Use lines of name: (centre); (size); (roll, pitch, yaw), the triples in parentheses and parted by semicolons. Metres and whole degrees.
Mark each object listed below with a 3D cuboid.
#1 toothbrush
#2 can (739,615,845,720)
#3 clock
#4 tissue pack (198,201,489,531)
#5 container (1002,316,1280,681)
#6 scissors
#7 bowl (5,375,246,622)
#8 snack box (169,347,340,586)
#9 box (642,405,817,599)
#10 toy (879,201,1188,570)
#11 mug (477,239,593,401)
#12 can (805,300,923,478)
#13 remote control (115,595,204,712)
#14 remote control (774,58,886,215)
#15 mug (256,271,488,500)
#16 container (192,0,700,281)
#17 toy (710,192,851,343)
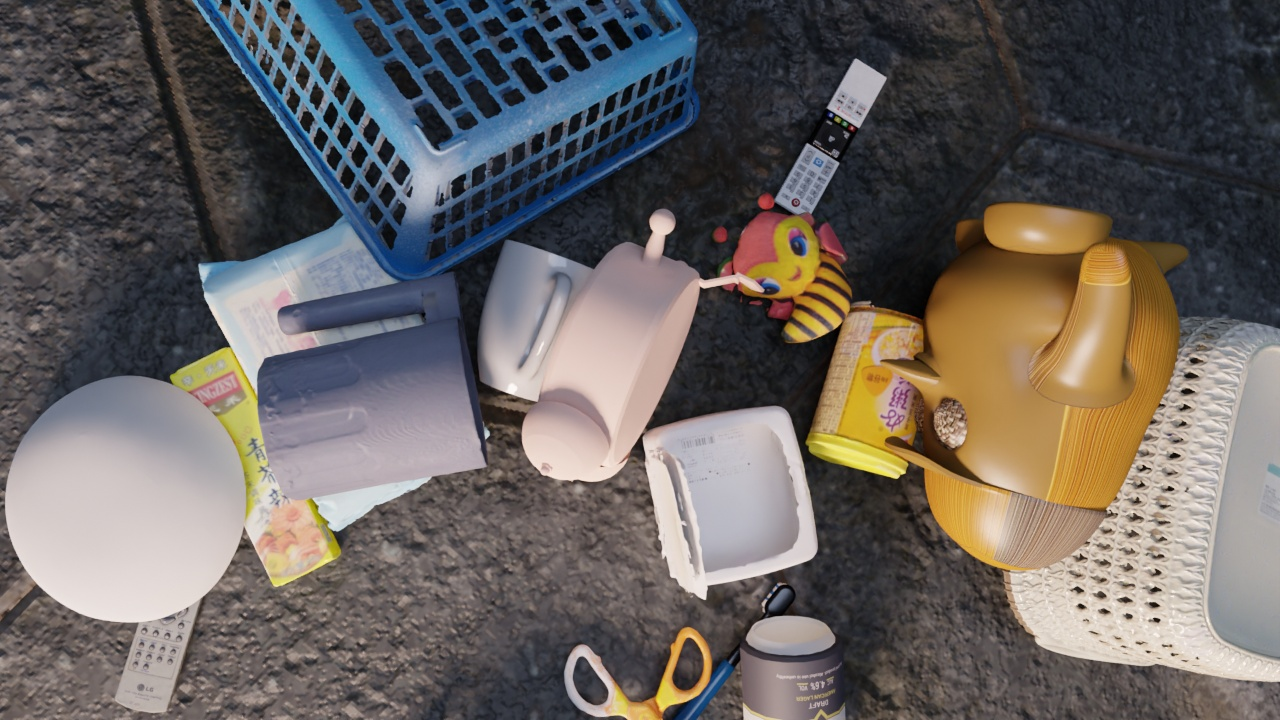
toothbrush: (0.047, 0.215, 0.609); (0.014, 0.014, 0.167); (42, 82, -2)
can: (0.098, 0.233, 0.583); (0.064, 0.064, 0.127); (-4, 94, -8)
clock: (-0.003, 0.003, 0.556); (0.086, 0.131, 0.160); (31, 87, 10)
tissue pack: (-0.182, 0.000, 0.570); (0.112, 0.070, 0.182); (-28, 87, -10)
container: (0.354, 0.087, 0.598); (0.184, 0.143, 0.246); (16, 82, -19)
scissors: (-0.002, 0.228, 0.594); (0.127, 0.011, 0.125); (21, 79, 5)
bowl: (-0.313, 0.084, 0.539); (0.149, 0.043, 0.149); (0, 89, 6)
snack box: (-0.240, 0.066, 0.575); (0.040, 0.029, 0.148); (-27, 89, -10)
box: (0.049, 0.084, 0.561); (0.126, 0.137, 0.108); (-10, 84, -10)
toy: (0.222, 0.019, 0.544); (0.162, 0.198, 0.203); (10, 93, 6)
mug: (-0.064, -0.021, 0.569); (0.071, 0.107, 0.089); (19, 91, -14)
can: (0.157, 0.020, 0.615); (0.067, 0.068, 0.105); (20, 82, -6)
remote control: (-0.288, 0.147, 0.568); (0.033, 0.013, 0.136); (15, 83, -6)
remote control: (0.135, -0.158, 0.656); (0.028, 0.012, 0.124); (31, 81, -4)
mug: (-0.145, 0.010, 0.504); (0.104, 0.084, 0.123); (-11, 59, -7)
container: (-0.137, -0.261, 0.558); (0.256, 0.089, 0.362); (-36, 90, -24)
toy: (0.101, -0.062, 0.625); (0.084, 0.046, 0.103); (-34, 80, -3)
